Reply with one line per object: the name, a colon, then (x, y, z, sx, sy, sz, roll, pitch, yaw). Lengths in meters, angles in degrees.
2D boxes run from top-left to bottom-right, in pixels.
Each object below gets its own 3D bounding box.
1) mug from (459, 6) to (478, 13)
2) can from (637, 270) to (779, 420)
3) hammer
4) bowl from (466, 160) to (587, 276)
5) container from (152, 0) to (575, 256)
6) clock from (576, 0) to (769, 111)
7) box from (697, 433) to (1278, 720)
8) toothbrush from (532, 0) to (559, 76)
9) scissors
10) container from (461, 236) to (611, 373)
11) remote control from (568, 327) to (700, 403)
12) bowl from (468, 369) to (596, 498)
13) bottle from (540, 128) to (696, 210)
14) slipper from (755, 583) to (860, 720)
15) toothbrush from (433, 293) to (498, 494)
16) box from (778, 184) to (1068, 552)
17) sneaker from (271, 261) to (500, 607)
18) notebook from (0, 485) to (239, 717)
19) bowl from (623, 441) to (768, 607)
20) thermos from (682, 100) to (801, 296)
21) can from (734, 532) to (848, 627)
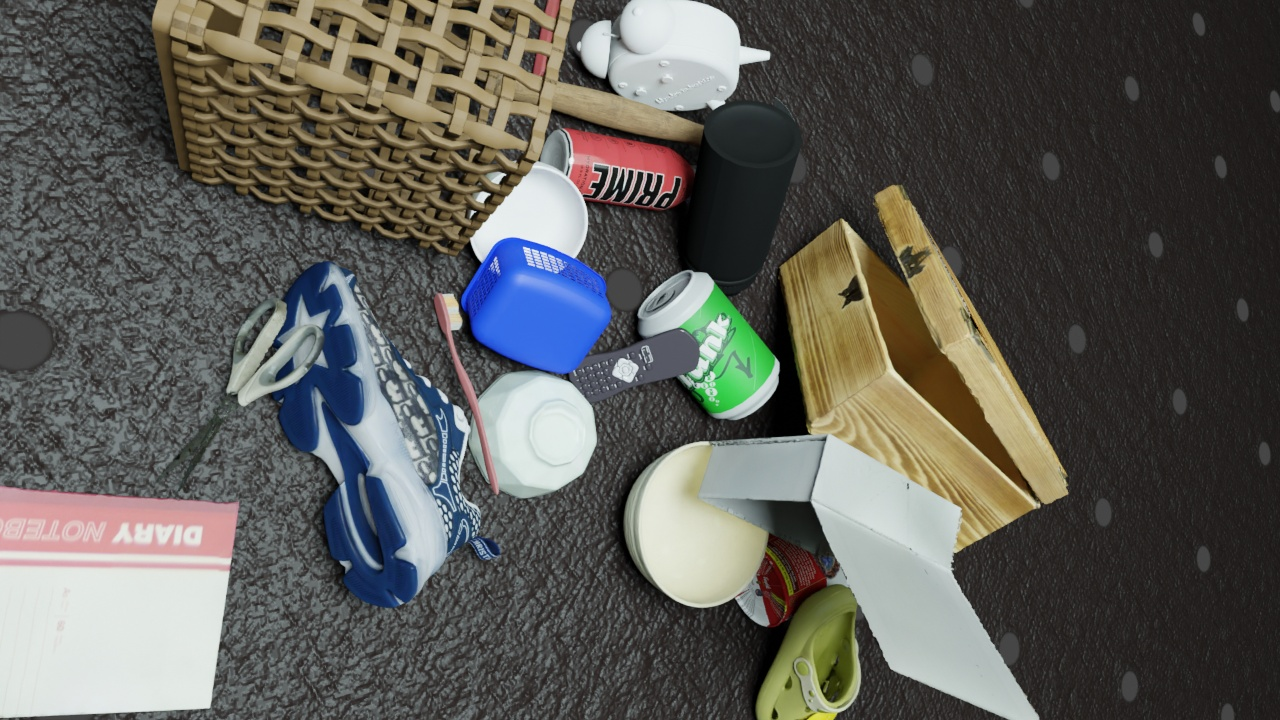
mug: (-0.159, -0.357, 0.776, 0.107, 0.114, 0.083, 30, 82, -29)
can: (0.067, -0.014, 0.900, 0.140, 0.088, 0.087, 49, 62, -19)
hammer: (0.008, -0.232, 0.881, 0.305, 0.132, 0.040, 9, 77, -23)
bowl: (-0.103, -0.126, 0.810, 0.104, 0.054, 0.105, -8, 117, -16)
container: (-0.186, -0.233, 0.645, 0.214, 0.252, 0.219, 15, 77, -21)
clock: (0.030, -0.283, 0.881, 0.160, 0.126, 0.072, 10, 79, -37)
box: (0.217, 0.161, 0.670, 0.166, 0.479, 0.119, 28, 92, -25)
toothbrush: (-0.081, -0.350, 0.882, 0.016, 0.016, 0.189, 16, 77, -31)
scissors: (-0.299, 0.021, 0.680, 0.012, 0.163, 0.154, 43, 24, -51)
container: (-0.087, -0.043, 0.793, 0.114, 0.058, 0.096, 23, 116, -30)
remote control: (-0.005, 0.005, 0.851, 0.124, 0.009, 0.046, -17, 110, 6)
bowl: (-0.086, 0.064, 0.810, 0.117, 0.061, 0.117, 3, 84, -33)
bottle: (-0.006, -0.179, 0.885, 0.176, 0.062, 0.062, 2, 84, -32)
slipper: (0.180, 0.309, 0.904, 0.091, 0.081, 0.191, -11, 125, -38)
toothbrush: (-0.143, 0.025, 0.770, 0.015, 0.015, 0.184, -5, 67, -37)
box: (0.283, 0.008, 0.919, 0.245, 0.168, 0.278, 42, 26, -25)
sneaker: (-0.195, 0.049, 0.733, 0.132, 0.103, 0.269, -11, 79, -55)
notebook: (-0.397, 0.165, 0.629, 0.208, 0.012, 0.153, 10, 79, -32)
bowl: (0.042, 0.154, 0.873, 0.150, 0.075, 0.150, 4, 82, -32)
thermos: (0.089, -0.141, 0.877, 0.086, 0.199, 0.086, 3, 56, -4)
can: (0.160, 0.209, 0.936, 0.116, 0.087, 0.086, -16, 94, -32)
